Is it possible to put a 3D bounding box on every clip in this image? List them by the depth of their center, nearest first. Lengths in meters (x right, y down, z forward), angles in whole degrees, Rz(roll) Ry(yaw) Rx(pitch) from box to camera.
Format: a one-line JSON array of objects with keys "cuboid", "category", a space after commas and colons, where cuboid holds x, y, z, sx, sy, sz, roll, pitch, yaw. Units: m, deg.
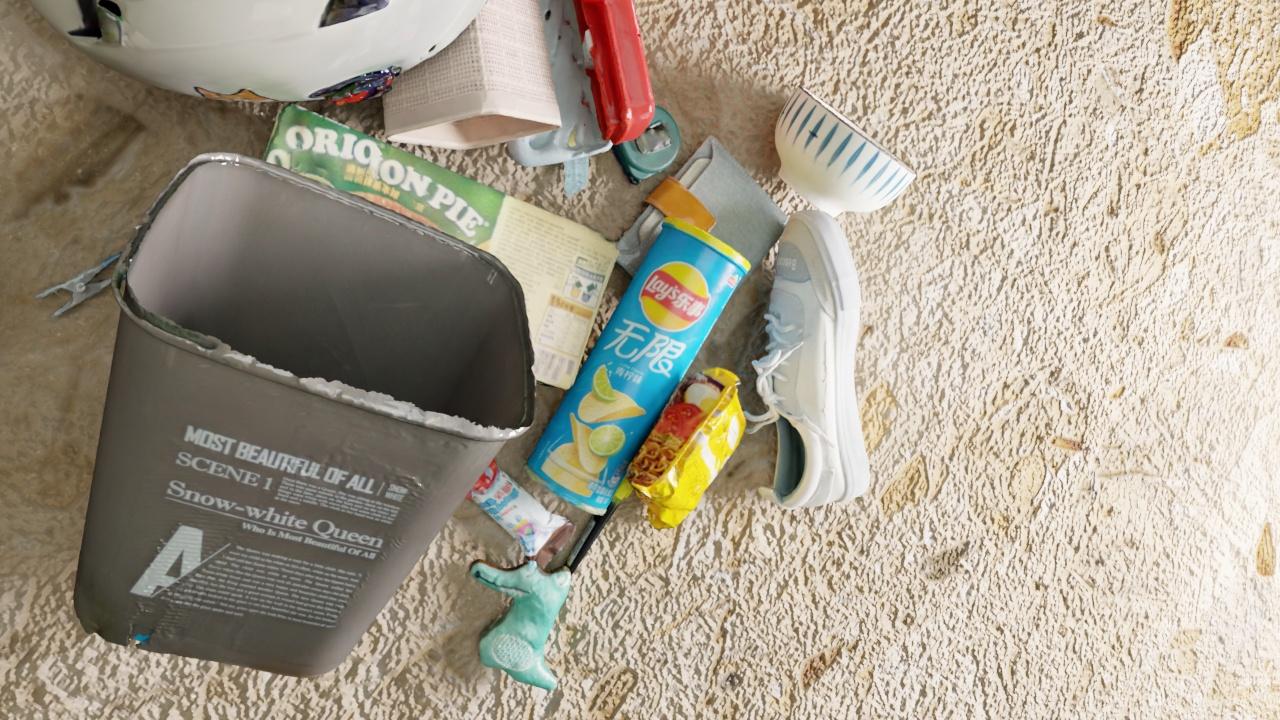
[{"cuboid": [-0.342, -0.048, 0.566, 0.058, 0.026, 0.037, -35, 112, -14], "category": "clip"}]

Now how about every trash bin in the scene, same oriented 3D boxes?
[{"cuboid": [-0.194, 0.040, 0.509, 0.199, 0.198, 0.220, 21, 116, -22], "category": "trash bin"}]

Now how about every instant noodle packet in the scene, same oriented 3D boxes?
[{"cuboid": [0.035, 0.068, 0.683, 0.044, 0.128, 0.110, 36, 77, 20], "category": "instant noodle packet"}]

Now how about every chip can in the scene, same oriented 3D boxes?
[{"cuboid": [-0.004, 0.004, 0.663, 0.071, 0.071, 0.210, 30, 91, -21], "category": "chip can"}]

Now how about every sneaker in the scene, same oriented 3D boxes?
[{"cuboid": [0.121, 0.004, 0.732, 0.090, 0.089, 0.242, -11, 103, -18], "category": "sneaker"}]

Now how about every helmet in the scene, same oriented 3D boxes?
[{"cuboid": [-0.216, -0.238, 0.465, 0.274, 0.156, 0.230, -1, 116, 13], "category": "helmet"}]

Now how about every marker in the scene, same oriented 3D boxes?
[{"cuboid": [-0.028, 0.121, 0.706, 0.015, 0.018, 0.124, 36, 80, -15], "category": "marker"}]

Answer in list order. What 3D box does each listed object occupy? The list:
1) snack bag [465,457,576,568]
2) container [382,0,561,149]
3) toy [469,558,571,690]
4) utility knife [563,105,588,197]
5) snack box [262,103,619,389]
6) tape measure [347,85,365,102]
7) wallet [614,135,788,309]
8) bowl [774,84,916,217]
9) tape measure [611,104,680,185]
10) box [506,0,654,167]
[{"cuboid": [-0.095, 0.108, 0.673, 0.045, 0.026, 0.105, -47, 111, -10], "category": "snack bag"}, {"cuboid": [-0.113, -0.202, 0.593, 0.090, 0.090, 0.111, -15, 100, -61], "category": "container"}, {"cuboid": [-0.089, 0.187, 0.676, 0.096, 0.030, 0.092, 26, 88, -8], "category": "toy"}, {"cuboid": [-0.045, -0.213, 0.684, 0.031, 0.019, 0.182, 1, 85, -17], "category": "utility knife"}, {"cuboid": [-0.144, -0.069, 0.626, 0.240, 0.063, 0.114, 20, 84, -22], "category": "snack box"}, {"cuboid": [-0.194, -0.198, 0.602, 0.039, 0.057, 0.058, -49, 117, -13], "category": "tape measure"}, {"cuboid": [0.048, -0.097, 0.719, 0.106, 0.037, 0.129, 44, 76, -19], "category": "wallet"}, {"cuboid": [0.152, -0.157, 0.727, 0.116, 0.116, 0.066, 28, 112, -21], "category": "bowl"}, {"cuboid": [0.003, -0.170, 0.703, 0.054, 0.025, 0.058, -30, 104, -18], "category": "tape measure"}, {"cuboid": [-0.061, -0.244, 0.628, 0.100, 0.094, 0.201, -13, 93, -10], "category": "box"}]
